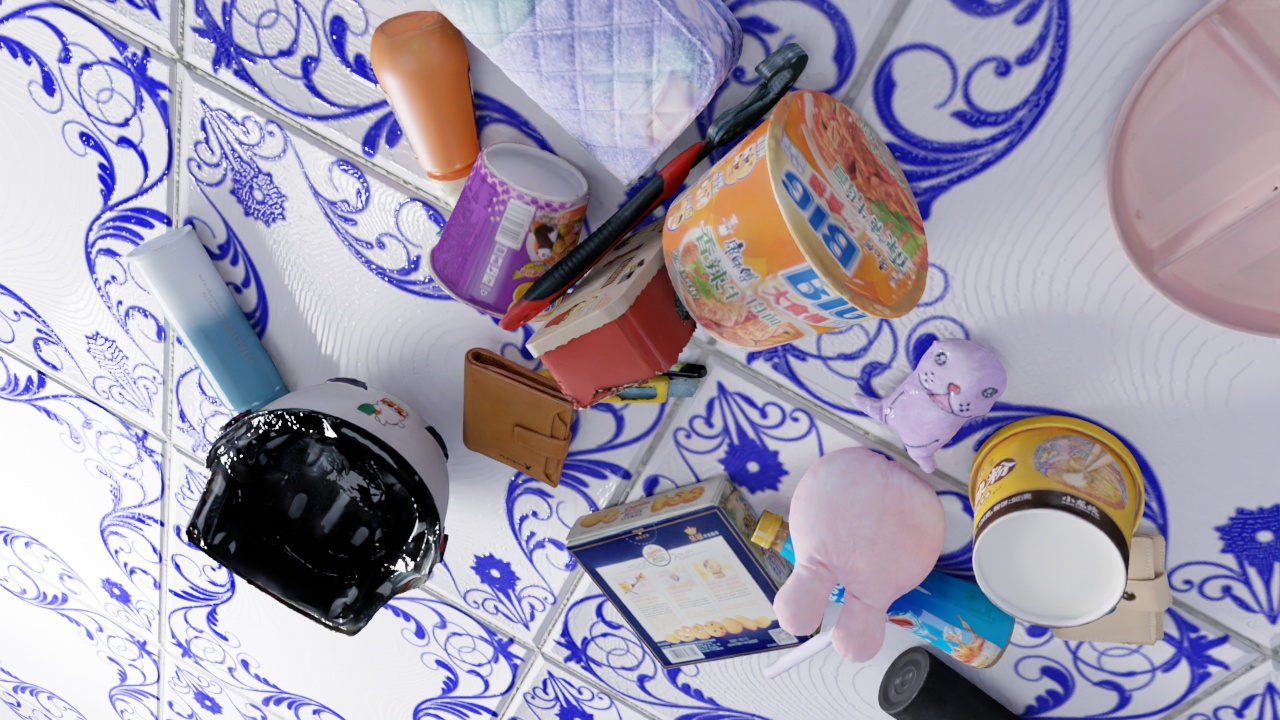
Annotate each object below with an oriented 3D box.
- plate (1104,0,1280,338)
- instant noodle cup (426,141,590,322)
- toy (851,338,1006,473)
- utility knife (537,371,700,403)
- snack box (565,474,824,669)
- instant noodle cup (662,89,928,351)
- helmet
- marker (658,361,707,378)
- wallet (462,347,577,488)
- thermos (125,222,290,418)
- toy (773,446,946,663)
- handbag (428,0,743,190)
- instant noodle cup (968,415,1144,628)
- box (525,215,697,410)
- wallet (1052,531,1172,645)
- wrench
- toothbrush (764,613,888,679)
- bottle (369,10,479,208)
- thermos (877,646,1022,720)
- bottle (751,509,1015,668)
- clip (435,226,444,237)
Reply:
[{"bbox_3d":[0.383,-0.115,0.505,0.230,0.028,0.230,12,126,17],"label":"plate"},{"bbox_3d":[-0.091,-0.100,0.680,0.111,0.111,0.099,27,120,4],"label":"instant noodle cup"},{"bbox_3d":[0.216,0.025,0.670,0.084,0.038,0.108,41,131,4],"label":"toy"},{"bbox_3d":[-0.032,0.024,0.792,0.181,0.015,0.033,-1,126,25],"label":"utility knife"},{"bbox_3d":[0.050,0.205,0.865,0.178,0.045,0.182,-22,113,34],"label":"snack box"},{"bbox_3d":[0.094,-0.079,0.588,0.112,0.151,0.151,-26,110,44],"label":"instant noodle cup"},{"bbox_3d":[-0.284,0.119,0.881,0.230,0.156,0.275,33,120,-9],"label":"helmet"},{"bbox_3d":[-0.005,0.004,0.765,0.124,0.018,0.015,6,127,19],"label":"marker"},{"bbox_3d":[-0.111,0.054,0.827,0.108,0.031,0.132,24,141,7],"label":"wallet"},{"bbox_3d":[-0.409,-0.021,0.896,0.070,0.070,0.220,-7,120,27],"label":"thermos"},{"bbox_3d":[0.168,0.150,0.722,0.121,0.159,0.054,25,169,11],"label":"toy"},{"bbox_3d":[-0.035,-0.217,0.587,0.194,0.075,0.135,44,133,-8],"label":"handbag"},{"bbox_3d":[0.287,0.115,0.642,0.118,0.114,0.119,11,117,22],"label":"instant noodle cup"},{"bbox_3d":[0.002,-0.034,0.638,0.092,0.167,0.075,-24,108,34],"label":"box"},{"bbox_3d":[0.368,0.179,0.722,0.087,0.024,0.115,-4,120,25],"label":"wallet"},{"bbox_3d":[0.004,-0.108,0.615,0.274,0.056,0.016,-41,79,18],"label":"wrench"},{"bbox_3d":[0.156,0.254,0.808,0.029,0.021,0.190,-5,152,-26],"label":"toothbrush"},{"bbox_3d":[-0.149,-0.176,0.678,0.067,0.066,0.150,7,133,19],"label":"bottle"},{"bbox_3d":[0.326,0.365,0.840,0.242,0.068,0.090,37,125,-4],"label":"thermos"},{"bbox_3d":[0.199,0.184,0.773,0.219,0.065,0.065,25,129,7],"label":"bottle"},{"bbox_3d":[-0.144,-0.109,0.750,0.057,0.014,0.047,-27,107,35],"label":"clip"}]
